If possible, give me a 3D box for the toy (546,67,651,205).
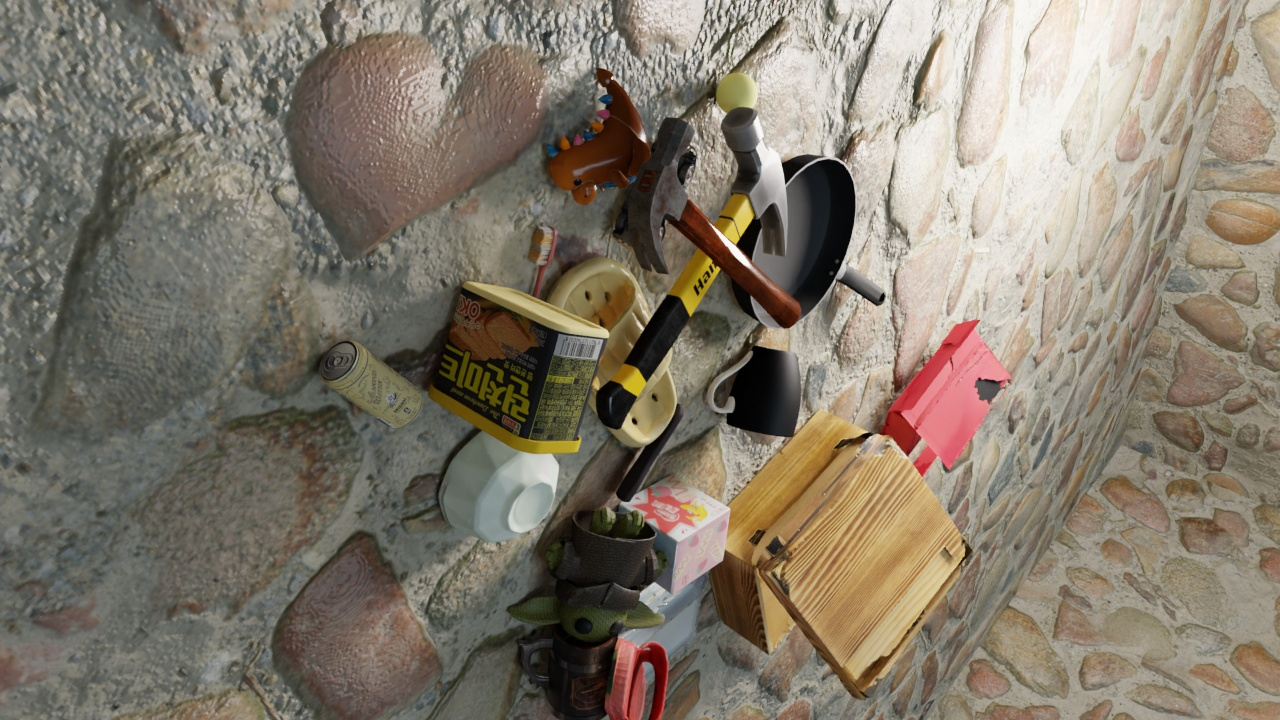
[{"bbox_3d":[-0.040,-0.187,0.768,0.090,0.071,0.103,-24,108,-24],"label":"toy"}]

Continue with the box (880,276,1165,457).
[{"bbox_3d":[0.520,0.013,1.368,0.214,0.138,0.469,-46,174,-22],"label":"box"}]

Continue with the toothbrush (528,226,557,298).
[{"bbox_3d":[-0.104,-0.029,0.809,0.015,0.015,0.185,-5,117,-49],"label":"toothbrush"}]

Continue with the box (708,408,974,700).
[{"bbox_3d":[0.274,0.258,1.254,0.278,0.264,0.270,-40,137,-25],"label":"box"}]

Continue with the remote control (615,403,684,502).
[{"bbox_3d":[0.012,0.101,1.013,0.009,0.046,0.124,34,83,-14],"label":"remote control"}]

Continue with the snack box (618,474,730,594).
[{"bbox_3d":[0.036,0.198,1.059,0.094,0.093,0.080,-23,129,-41],"label":"snack box"}]

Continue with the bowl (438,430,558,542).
[{"bbox_3d":[-0.119,0.119,0.840,0.117,0.061,0.118,-31,138,-34],"label":"bowl"}]

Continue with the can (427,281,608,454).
[{"bbox_3d":[-0.098,0.003,0.739,0.072,0.131,0.101,5,106,-52],"label":"can"}]

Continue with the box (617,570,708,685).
[{"bbox_3d":[0.010,0.352,1.187,0.208,0.038,0.190,-30,141,-36],"label":"box"}]

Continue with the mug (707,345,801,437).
[{"bbox_3d":[0.137,0.032,1.100,0.118,0.085,0.100,9,93,-22],"label":"mug"}]

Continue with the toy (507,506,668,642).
[{"bbox_3d":[-0.040,0.228,0.980,0.179,0.078,0.153,9,101,-23],"label":"toy"}]

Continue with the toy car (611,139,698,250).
[{"bbox_3d":[0.017,-0.149,0.850,0.112,0.047,0.047,-64,163,-4],"label":"toy car"}]

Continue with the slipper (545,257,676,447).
[{"bbox_3d":[-0.005,0.005,0.899,0.111,0.079,0.262,-51,143,-21],"label":"slipper"}]

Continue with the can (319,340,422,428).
[{"bbox_3d":[-0.203,0.019,0.696,0.038,0.038,0.079,-54,143,-11],"label":"can"}]

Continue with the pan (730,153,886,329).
[{"bbox_3d":[0.219,-0.122,1.116,0.355,0.044,0.204,19,98,-54],"label":"pan"}]

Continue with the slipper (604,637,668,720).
[{"bbox_3d":[0.001,0.373,1.047,0.249,0.059,0.103,83,17,-62],"label":"slipper"}]

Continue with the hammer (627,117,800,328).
[{"bbox_3d":[0.080,-0.094,0.839,0.300,0.028,0.111,32,78,-53],"label":"hammer"}]

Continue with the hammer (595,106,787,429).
[{"bbox_3d":[0.052,-0.071,0.860,0.323,0.034,0.170,-57,142,-23],"label":"hammer"}]

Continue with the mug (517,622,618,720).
[{"bbox_3d":[-0.083,0.345,1.035,0.115,0.080,0.107,-4,117,-20],"label":"mug"}]

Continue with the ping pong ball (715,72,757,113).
[{"bbox_3d":[0.092,-0.255,0.878,0.040,0.040,0.040,-29,133,-37],"label":"ping pong ball"}]
